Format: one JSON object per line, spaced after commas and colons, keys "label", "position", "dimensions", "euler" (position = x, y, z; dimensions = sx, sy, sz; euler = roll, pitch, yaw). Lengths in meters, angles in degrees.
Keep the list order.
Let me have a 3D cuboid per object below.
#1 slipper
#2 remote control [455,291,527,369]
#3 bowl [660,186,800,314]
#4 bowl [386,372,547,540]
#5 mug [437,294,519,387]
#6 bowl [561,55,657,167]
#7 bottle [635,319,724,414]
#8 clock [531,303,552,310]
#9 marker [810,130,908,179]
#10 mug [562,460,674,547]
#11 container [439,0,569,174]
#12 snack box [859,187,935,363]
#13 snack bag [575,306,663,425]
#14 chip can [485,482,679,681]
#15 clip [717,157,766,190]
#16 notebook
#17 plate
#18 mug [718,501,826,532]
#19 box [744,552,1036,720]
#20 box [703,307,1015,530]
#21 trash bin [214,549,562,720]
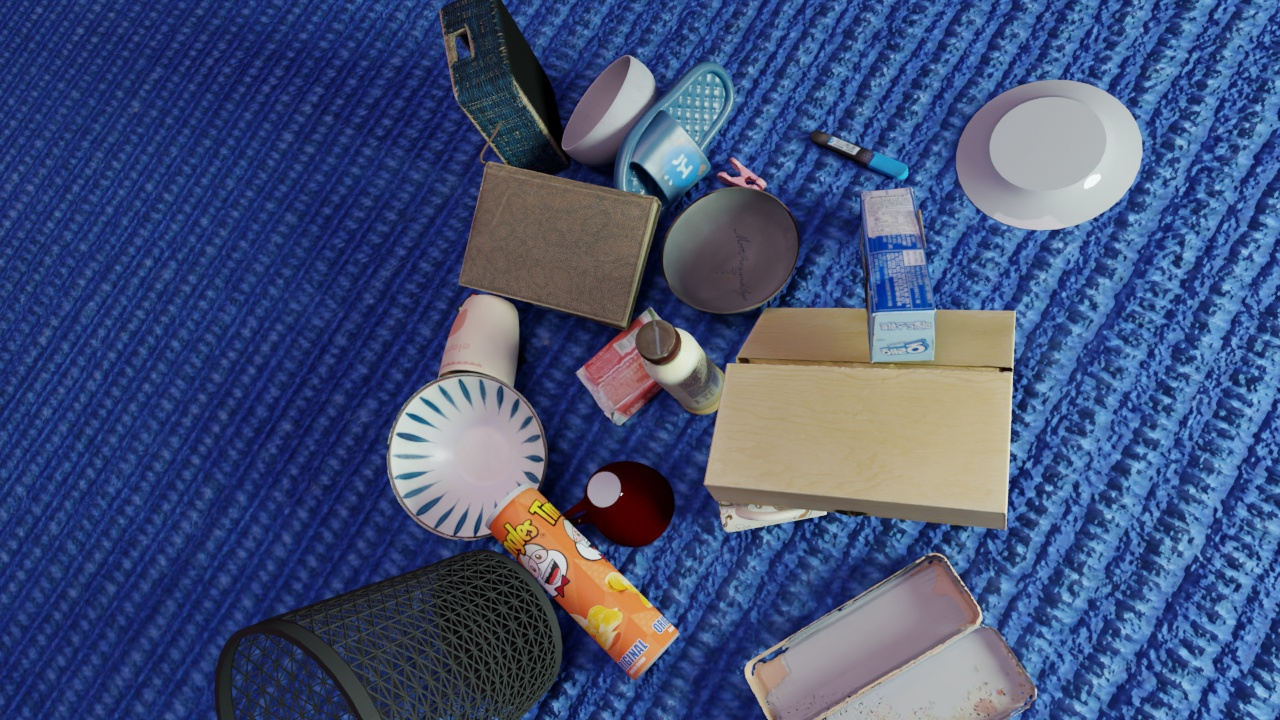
{"label": "slipper", "position": [0.042, -0.247, 1.035], "dimensions": [0.059, 0.104, 0.213], "euler": [21, 74, 49]}
{"label": "remote control", "position": [-0.177, -0.032, 1.096], "dimensions": [0.039, 0.010, 0.124], "euler": [-43, 62, 2]}
{"label": "bowl", "position": [0.101, -0.109, 0.989], "dimensions": [0.151, 0.057, 0.150], "euler": [-7, 69, 19]}
{"label": "bowl", "position": [-0.180, 0.104, 1.004], "dimensions": [0.177, 0.071, 0.177], "euler": [-1, 86, 9]}
{"label": "mug", "position": [-0.188, -0.012, 1.048], "dimensions": [0.112, 0.085, 0.104], "euler": [-22, 51, 44]}
{"label": "bowl", "position": [-0.028, -0.285, 1.083], "dimensions": [0.132, 0.064, 0.131], "euler": [-41, 30, 31]}
{"label": "bottle", "position": [0.040, 0.006, 0.911], "dimensions": [0.057, 0.162, 0.056], "euler": [-7, 68, 19]}
{"label": "clock", "position": [-0.097, -0.104, 1.068], "dimensions": [0.125, 0.051, 0.088], "euler": [1, 71, 21]}
{"label": "marker", "position": [0.237, -0.225, 1.002], "dimensions": [0.123, 0.015, 0.018], "euler": [33, 82, 31]}
{"label": "mug", "position": [-0.032, 0.144, 0.931], "dimensions": [0.114, 0.088, 0.087], "euler": [-22, 65, 13]}
{"label": "container", "position": [-0.157, -0.323, 1.094], "dimensions": [0.071, 0.187, 0.145], "euler": [-18, 65, 10]}
{"label": "snack box", "position": [0.238, -0.086, 0.862], "dimensions": [0.059, 0.059, 0.225], "euler": [-3, 38, 12]}
{"label": "snack bag", "position": [-0.006, 0.006, 1.001], "dimensions": [0.116, 0.036, 0.077], "euler": [-42, 63, 3]}
{"label": "chip can", "position": [-0.058, 0.215, 0.901], "dimensions": [0.210, 0.062, 0.062], "euler": [43, 90, 13]}
{"label": "clip", "position": [0.113, -0.203, 1.038], "dimensions": [0.058, 0.022, 0.035], "euler": [37, 83, 26]}
{"label": "notebook", "position": [-0.089, -0.149, 1.010], "dimensions": [0.216, 0.034, 0.190], "euler": [15, 95, 19]}
{"label": "plate", "position": [0.410, -0.215, 0.926], "dimensions": [0.173, 0.019, 0.172], "euler": [-7, 69, 19]}
{"label": "mug", "position": [0.124, 0.126, 0.867], "dimensions": [0.097, 0.121, 0.081], "euler": [-5, 98, 12]}
{"label": "box", "position": [0.216, 0.285, 0.814], "dimensions": [0.216, 0.043, 0.148], "euler": [-34, 59, 7]}
{"label": "box", "position": [0.206, 0.029, 0.836], "dimensions": [0.248, 0.097, 0.260], "euler": [3, 40, 22]}
{"label": "trash bin", "position": [-0.209, 0.291, 0.832], "dimensions": [0.217, 0.242, 0.217], "euler": [9, 106, 32]}
